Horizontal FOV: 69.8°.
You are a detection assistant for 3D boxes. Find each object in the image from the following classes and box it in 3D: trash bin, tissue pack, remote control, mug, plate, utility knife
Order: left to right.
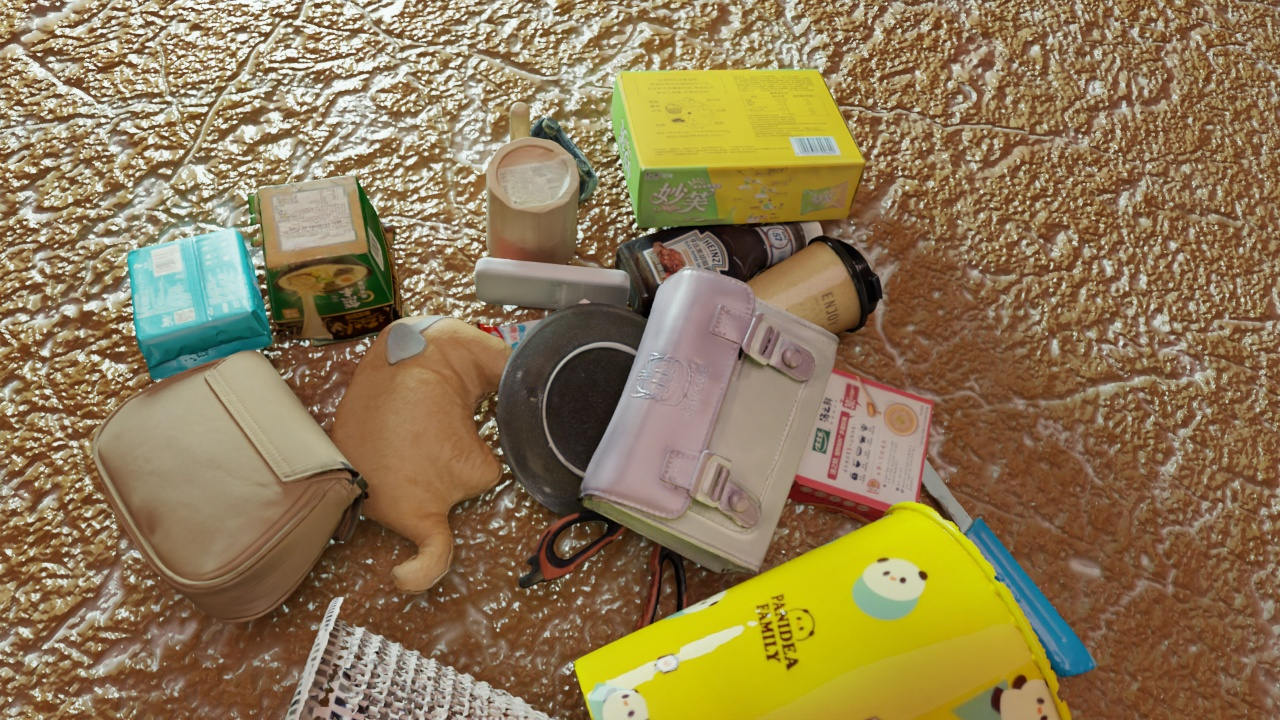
[{"bbox_3d":[-0.361,-0.047,0.752,0.093,0.050,0.133,-17,52,-16],"label":"tissue pack"},{"bbox_3d":[-0.137,0.282,0.563,0.192,0.228,0.227,20,63,-12],"label":"trash bin"},{"bbox_3d":[-0.100,-0.152,0.822,0.084,0.104,0.124,-7,66,-11],"label":"mug"},{"bbox_3d":[-0.078,-0.066,0.810,0.136,0.056,0.020,5,61,-5],"label":"remote control"},{"bbox_3d":[-0.028,0.042,0.740,0.179,0.024,0.179,2,86,-25],"label":"plate"},{"bbox_3d":[0.105,0.242,0.602,0.255,0.230,0.229,-18,68,-10],"label":"trash bin"},{"bbox_3d":[0.298,0.169,0.767,0.034,0.018,0.214,-29,73,-18],"label":"utility knife"}]

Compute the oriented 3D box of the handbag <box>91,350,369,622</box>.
[{"bbox_3d":[-0.299,0.089,0.676,0.147,0.100,0.204,-38,57,-17],"label":"handbag"}]

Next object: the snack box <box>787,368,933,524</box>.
[{"bbox_3d":[0.176,0.072,0.784,0.127,0.044,0.113,19,64,0],"label":"snack box"}]

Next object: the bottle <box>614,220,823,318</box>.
[{"bbox_3d":[0.077,-0.096,0.853,0.194,0.044,0.079,-16,65,-15],"label":"bottle"}]

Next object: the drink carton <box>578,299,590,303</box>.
[{"bbox_3d":[-0.058,0.015,0.771,0.053,0.046,0.122,30,72,-9],"label":"drink carton"}]

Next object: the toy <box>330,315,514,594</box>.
[{"bbox_3d":[-0.177,0.069,0.719,0.143,0.082,0.225,2,66,12],"label":"toy"}]

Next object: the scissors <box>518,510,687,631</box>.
[{"bbox_3d":[0.005,0.132,0.720,0.226,0.015,0.189,-27,90,-25],"label":"scissors"}]

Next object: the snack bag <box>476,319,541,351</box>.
[{"bbox_3d":[-0.093,-0.019,0.801,0.105,0.026,0.045,-11,79,-16],"label":"snack bag"}]

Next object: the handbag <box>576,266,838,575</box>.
[{"bbox_3d":[0.053,0.045,0.702,0.145,0.099,0.196,25,71,-8],"label":"handbag"}]

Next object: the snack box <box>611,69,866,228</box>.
[{"bbox_3d":[0.087,-0.205,0.872,0.210,0.070,0.157,-4,50,-9],"label":"snack box"}]

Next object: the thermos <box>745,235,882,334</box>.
[{"bbox_3d":[0.132,-0.049,0.816,0.143,0.093,0.093,-25,70,-10],"label":"thermos"}]

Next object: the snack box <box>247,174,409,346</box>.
[{"bbox_3d":[-0.262,-0.089,0.769,0.117,0.106,0.118,-11,67,-13],"label":"snack box"}]

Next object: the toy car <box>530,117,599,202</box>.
[{"bbox_3d":[-0.074,-0.193,0.881,0.034,0.043,0.090,-21,69,-46],"label":"toy car"}]
